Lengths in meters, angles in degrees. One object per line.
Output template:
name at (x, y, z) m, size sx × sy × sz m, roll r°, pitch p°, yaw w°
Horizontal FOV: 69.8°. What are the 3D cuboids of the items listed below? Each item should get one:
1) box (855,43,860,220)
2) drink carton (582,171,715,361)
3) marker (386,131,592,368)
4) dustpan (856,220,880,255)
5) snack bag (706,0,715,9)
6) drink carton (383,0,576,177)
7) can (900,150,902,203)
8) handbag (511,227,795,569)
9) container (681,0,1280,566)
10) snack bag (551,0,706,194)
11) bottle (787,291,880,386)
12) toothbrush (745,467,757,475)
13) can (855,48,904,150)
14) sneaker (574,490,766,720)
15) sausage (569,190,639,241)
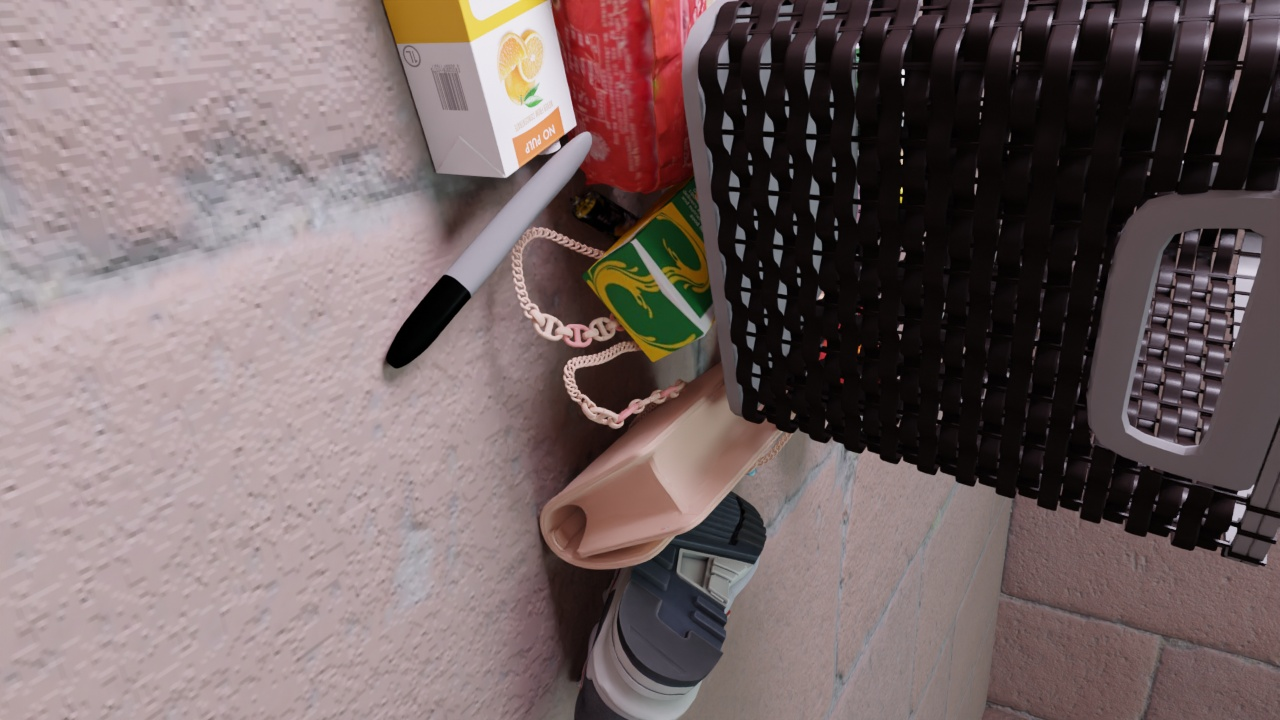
box at (0.175, -0.217, 0.774) m, size 0.201 × 0.041 × 0.153 m, roll 27°, pitch 72°, yaw -62°
drink carton at (0.028, -0.062, 0.496) m, size 0.058 × 0.041 × 0.122 m, roll 50°, pitch 46°, yaw -12°
marker at (-0.066, -0.050, 0.414) m, size 0.138 × 0.016 × 0.022 m, roll -51°, pitch 173°, yaw -9°
dustpan at (0.206, -0.124, 0.905) m, size 0.162 × 0.033 × 0.258 m, roll -58°, pitch 136°, yaw -33°
snack bag at (0.050, -0.248, 0.508) m, size 0.041 × 0.078 × 0.225 m, roll 0°, pitch 93°, yaw -56°
drink carton at (-0.070, -0.141, 0.391) m, size 0.058 × 0.040 × 0.123 m, roll -50°, pitch 139°, yaw -42°
can at (0.264, -0.169, 0.895) m, size 0.104 × 0.068 × 0.068 m, roll -41°, pitch 133°, yaw -46°
handbag at (-0.003, 0.003, 0.552) m, size 0.198 × 0.117 × 0.187 m, roll -37°, pitch 97°, yaw -45°
container at (0.186, -0.091, 0.445) m, size 0.244 × 0.244 × 0.248 m, roll -55°, pitch 145°, yaw -40°
snack bag at (-0.005, -0.158, 0.438) m, size 0.082 × 0.082 × 0.177 m, roll -58°, pitch 157°, yaw -34°
bottle at (0.172, -0.002, 0.813) m, size 0.098 × 0.099 × 0.111 m, roll -36°, pitch 124°, yaw -52°
toothbrush at (0.063, 0.082, 0.724) m, size 0.135 × 0.017 × 0.021 m, roll 21°, pitch 79°, yaw -61°
can at (0.120, -0.180, 0.634) m, size 0.067 × 0.121 × 0.067 m, roll -26°, pitch 121°, yaw -56°
sneaker at (0.008, 0.166, 0.590) m, size 0.124 × 0.089 × 0.239 m, roll -62°, pitch 174°, yaw 19°
sausage at (0.001, -0.074, 0.560) m, size 0.155 × 0.020 × 0.020 m, roll 22°, pitch 80°, yaw -61°
